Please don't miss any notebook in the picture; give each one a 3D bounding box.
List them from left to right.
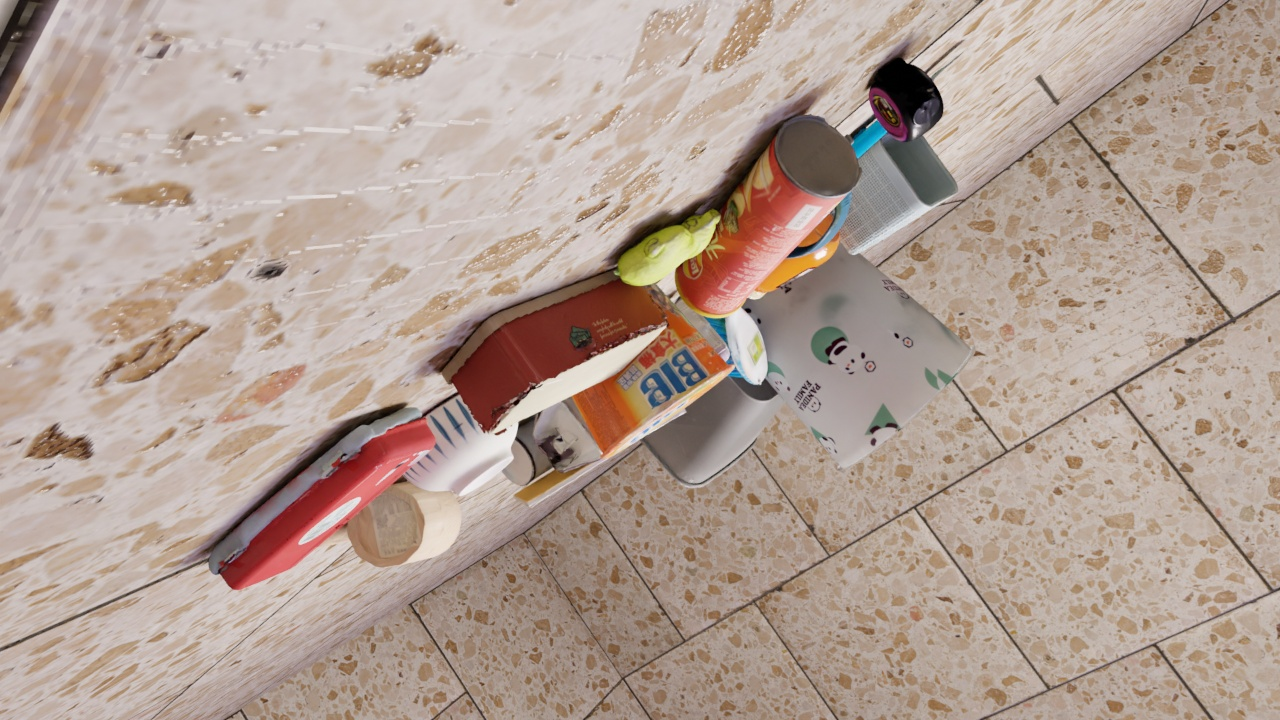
[{"bbox_3d":[-0.053,0.111,1.081,0.206,0.010,0.146,-31,-177,-15],"label":"notebook"}]

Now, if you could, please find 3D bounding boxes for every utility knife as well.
[{"bbox_3d":[0.222,-0.217,0.838,0.186,0.018,0.034,-40,-177,30],"label":"utility knife"}]

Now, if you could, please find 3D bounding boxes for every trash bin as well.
[{"bbox_3d":[0.114,0.033,1.337,0.198,0.199,0.220,-31,165,-40],"label":"trash bin"},{"bbox_3d":[0.246,-0.026,1.164,0.229,0.252,0.230,-44,174,-6],"label":"trash bin"}]

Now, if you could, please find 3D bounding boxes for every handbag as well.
[{"bbox_3d":[-0.017,0.031,1.001,0.196,0.098,0.145,-36,172,-29],"label":"handbag"}]

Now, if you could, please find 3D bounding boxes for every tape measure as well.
[{"bbox_3d":[0.208,-0.202,0.713,0.039,0.057,0.058,-36,165,-1],"label":"tape measure"}]

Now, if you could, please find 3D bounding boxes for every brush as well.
[{"bbox_3d":[0.092,-0.057,1.012,0.060,0.109,0.315,-57,148,-17],"label":"brush"},{"bbox_3d":[0.139,-0.130,0.794,0.055,0.073,0.144,-37,174,-27],"label":"brush"}]

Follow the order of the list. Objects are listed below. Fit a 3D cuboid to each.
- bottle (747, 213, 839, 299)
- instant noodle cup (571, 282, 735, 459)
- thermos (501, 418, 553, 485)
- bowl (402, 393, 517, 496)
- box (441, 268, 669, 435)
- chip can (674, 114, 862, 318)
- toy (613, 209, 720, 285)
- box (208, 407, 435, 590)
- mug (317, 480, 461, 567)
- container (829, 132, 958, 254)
[{"bbox_3d":[0.153,-0.111,1.021,0.066,0.066,0.150,-29,172,-44],"label":"bottle"},{"bbox_3d":[-0.005,0.005,0.849,0.151,0.111,0.151,-35,173,-5],"label":"instant noodle cup"},{"bbox_3d":[-0.086,0.082,1.179,0.223,0.073,0.073,-29,170,-45],"label":"thermos"},{"bbox_3d":[-0.154,0.076,0.804,0.116,0.066,0.116,-35,173,-5],"label":"bowl"},{"bbox_3d":[-0.057,-0.003,0.700,0.167,0.077,0.092,-27,168,-49],"label":"box"},{"bbox_3d":[0.095,-0.108,0.746,0.073,0.073,0.217,-32,172,-26],"label":"chip can"},{"bbox_3d":[0.021,-0.085,0.712,0.100,0.031,0.097,-34,175,-18],"label":"toy"},{"bbox_3d":[-0.245,0.103,0.696,0.202,0.047,0.086,-38,172,22],"label":"box"},{"bbox_3d":[-0.256,0.166,0.926,0.125,0.084,0.103,-10,173,6],"label":"mug"},{"bbox_3d":[0.261,-0.180,0.992,0.089,0.090,0.112,-28,173,-44],"label":"container"}]
